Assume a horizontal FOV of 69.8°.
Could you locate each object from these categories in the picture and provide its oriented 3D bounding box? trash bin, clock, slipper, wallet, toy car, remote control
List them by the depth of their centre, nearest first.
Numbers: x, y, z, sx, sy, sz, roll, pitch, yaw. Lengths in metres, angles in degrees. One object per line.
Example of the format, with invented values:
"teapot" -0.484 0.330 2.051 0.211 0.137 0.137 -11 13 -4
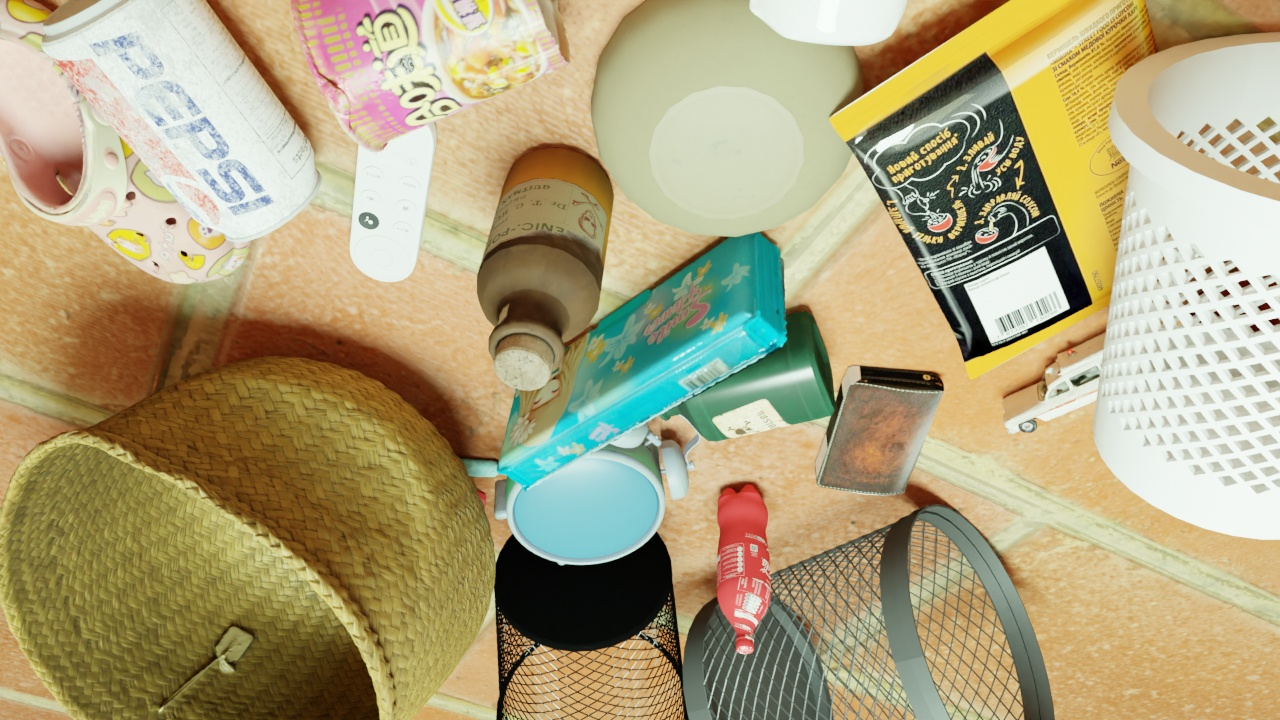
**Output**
"trash bin" 0.318 -0.028 0.453 0.195 0.195 0.200 -1 129 6
"slipper" -0.320 -0.109 0.530 0.093 0.081 0.197 -17 129 23
"remote control" -0.154 -0.102 0.568 0.043 0.013 0.137 14 135 -9
"toy car" 0.297 0.010 0.624 0.113 0.039 0.039 -30 105 31
"wallet" 0.178 0.056 0.691 0.072 0.019 0.123 5 135 1
"clock" -0.028 0.084 0.708 0.162 0.075 0.122 -35 123 18
"trash bin" 0.182 0.260 0.768 0.228 0.217 0.217 -29 126 35
"trash bin" -0.045 0.248 0.805 0.184 0.183 0.210 2 130 3

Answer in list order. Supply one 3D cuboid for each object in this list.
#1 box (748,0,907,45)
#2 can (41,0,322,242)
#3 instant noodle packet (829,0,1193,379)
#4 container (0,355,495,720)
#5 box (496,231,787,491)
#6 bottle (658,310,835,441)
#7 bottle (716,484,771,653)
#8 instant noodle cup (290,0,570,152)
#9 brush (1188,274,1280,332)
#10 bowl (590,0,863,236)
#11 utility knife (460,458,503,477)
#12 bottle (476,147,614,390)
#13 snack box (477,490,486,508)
"box" 0.058 -0.214 0.390 0.141 0.083 0.140 10 134 3
"can" -0.241 -0.137 0.495 0.078 0.078 0.136 -13 132 18
"instant noodle packet" 0.222 -0.096 0.512 0.160 0.032 0.221 -31 126 14
"container" -0.263 0.152 0.655 0.307 0.196 0.307 9 115 19
"box" -0.003 0.004 0.603 0.227 0.094 0.041 -32 123 31
"bottle" 0.062 0.016 0.632 0.131 0.061 0.061 -15 130 19
"bottle" 0.081 0.162 0.721 0.042 0.141 0.042 3 135 2
"instant noodle cup" -0.097 -0.165 0.450 0.109 0.097 0.098 -15 133 8
"brush" 0.407 0.000 0.597 0.082 0.041 0.173 -18 131 22
"bowl" 0.046 -0.125 0.499 0.152 0.050 0.153 3 135 3
"utility knife" -0.158 0.087 0.761 0.126 0.015 0.022 2 134 -1
"bottle" -0.054 -0.049 0.509 0.068 0.156 0.068 3 135 2
"snack box" -0.188 0.174 0.796 0.133 0.089 0.021 -32 128 32
